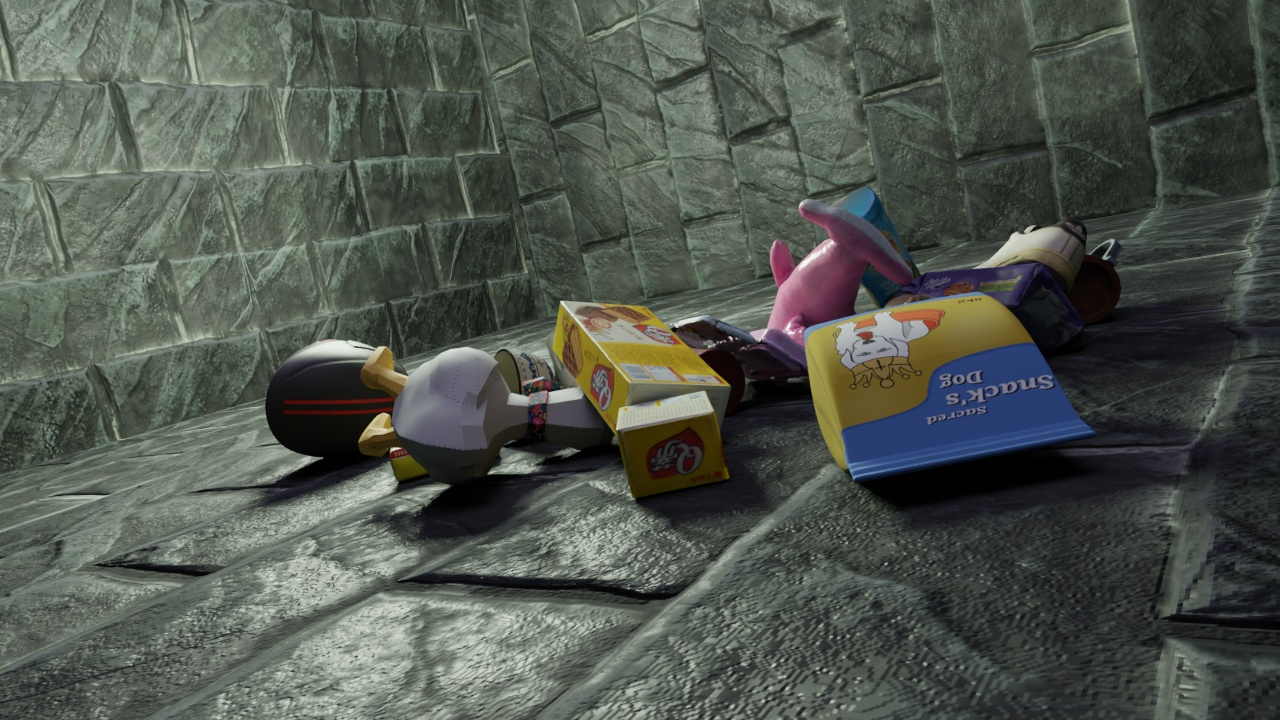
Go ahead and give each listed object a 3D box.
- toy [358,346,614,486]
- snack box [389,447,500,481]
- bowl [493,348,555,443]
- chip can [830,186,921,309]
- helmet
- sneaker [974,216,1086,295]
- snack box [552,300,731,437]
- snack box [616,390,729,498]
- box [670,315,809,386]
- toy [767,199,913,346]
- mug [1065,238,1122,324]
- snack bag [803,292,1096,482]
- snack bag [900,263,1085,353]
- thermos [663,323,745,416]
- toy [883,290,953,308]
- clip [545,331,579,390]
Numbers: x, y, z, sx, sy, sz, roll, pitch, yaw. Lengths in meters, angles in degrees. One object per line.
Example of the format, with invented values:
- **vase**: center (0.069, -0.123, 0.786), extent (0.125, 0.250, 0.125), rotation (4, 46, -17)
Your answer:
- **toy**: center (-0.158, 0.059, 0.951), extent (0.267, 0.141, 0.246), rotation (6, 10, 5)
- **snack box**: center (-0.242, 0.097, 1.122), extent (0.121, 0.045, 0.181), rotation (-14, 7, -12)
- **bowl**: center (-0.142, 0.043, 1.130), extent (0.059, 0.115, 0.116), rotation (1, 0, -29)
- **chip can**: center (0.305, -0.117, 1.152), extent (0.080, 0.229, 0.079), rotation (-24, 41, 23)
- **helmet**: center (-0.417, 0.054, 1.293), extent (0.170, 0.164, 0.264), rotation (5, 4, 29)
- **sneaker**: center (0.430, -0.103, 1.064), extent (0.102, 0.089, 0.242), rotation (-55, 1, -13)
- **snack box**: center (-0.006, 0.006, 0.960), extent (0.110, 0.062, 0.230), rotation (2, 22, -24)
- **snack box**: center (0.026, 0.070, 0.790), extent (0.083, 0.061, 0.105), rotation (-12, 7, 2)
- **box**: center (0.111, -0.019, 1.092), extent (0.154, 0.044, 0.201), rotation (29, -9, -11)
- **toy**: center (0.209, -0.067, 1.104), extent (0.127, 0.186, 0.266), rotation (-43, -15, -29)
- **mug**: center (0.534, -0.100, 1.106), extent (0.117, 0.081, 0.111), rotation (-47, -5, 13)
- **snack bag**: center (0.214, 0.029, 0.678), extent (0.159, 0.102, 0.205), rotation (-12, 18, 6)
- **snack bag**: center (0.378, -0.052, 1.012), extent (0.058, 0.096, 0.206), rotation (-51, 18, -15)
- **thermos**: center (0.037, 0.008, 1.080), extent (0.083, 0.108, 0.199), rotation (-27, 14, -19)
- **toy**: center (0.297, -0.027, 0.984), extent (0.134, 0.105, 0.108), rotation (-10, -4, -6)
- **clip**: center (-0.085, 0.028, 1.139), extent (0.091, 0.125, 0.152), rotation (-8, -21, -41)
